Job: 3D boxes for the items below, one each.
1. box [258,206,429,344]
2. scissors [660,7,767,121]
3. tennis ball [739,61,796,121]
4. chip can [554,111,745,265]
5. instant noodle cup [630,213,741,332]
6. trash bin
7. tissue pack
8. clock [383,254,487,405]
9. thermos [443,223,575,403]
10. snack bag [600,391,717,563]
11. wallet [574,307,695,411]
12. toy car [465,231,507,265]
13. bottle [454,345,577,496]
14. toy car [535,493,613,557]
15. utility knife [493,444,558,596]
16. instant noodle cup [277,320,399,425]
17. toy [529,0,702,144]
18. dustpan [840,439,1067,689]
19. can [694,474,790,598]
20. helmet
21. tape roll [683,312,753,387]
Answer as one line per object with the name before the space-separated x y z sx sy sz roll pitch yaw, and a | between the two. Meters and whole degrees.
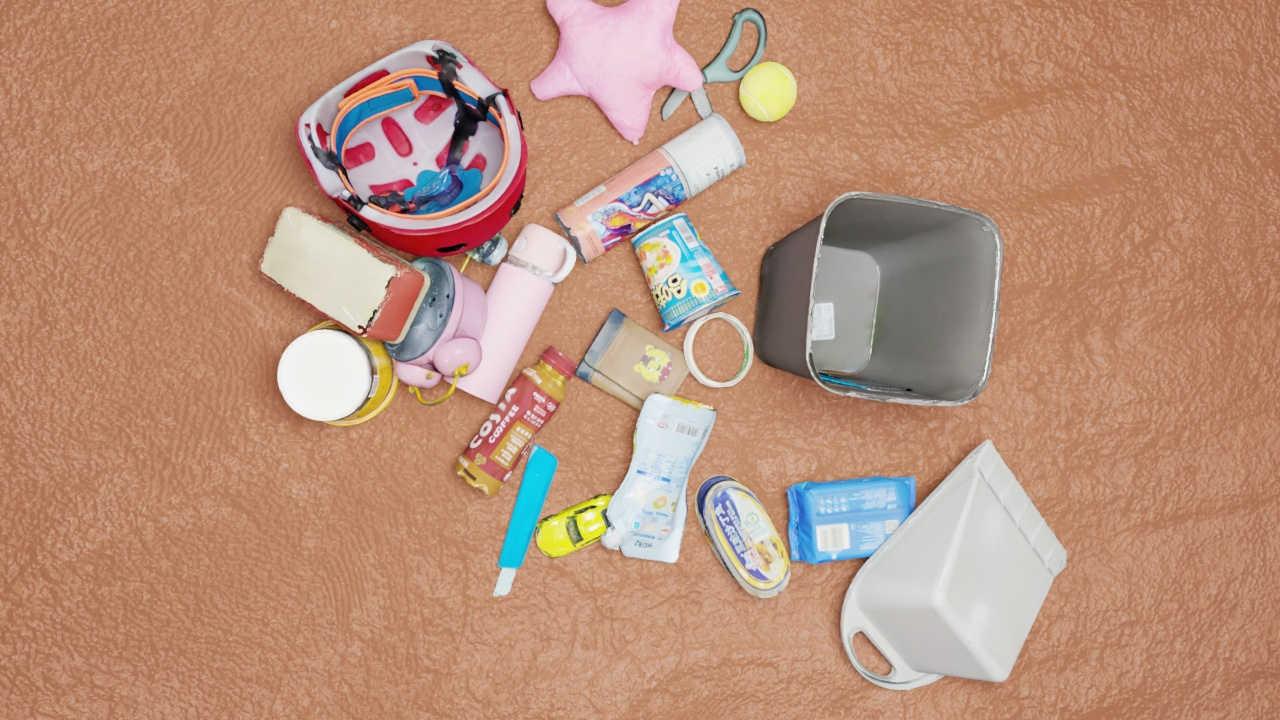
box | -0.312 -0.093 0.948 0.168 0.077 0.091 29 96 23
scissors | 0.070 -0.364 1.061 0.179 0.019 0.170 -29 93 -6
tennis ball | 0.146 -0.306 1.047 0.065 0.065 0.065 0 91 -7
chip can | 0.010 -0.193 1.029 0.214 0.071 0.071 -33 94 -5
instant noodle cup | 0.044 -0.102 1.027 0.099 0.099 0.110 -26 87 -6
trash bin | 0.232 -0.057 0.978 0.199 0.220 0.198 7 89 -13
tissue pack | 0.248 0.184 1.074 0.157 0.052 0.095 -4 93 -7
clock | -0.217 -0.030 0.972 0.117 0.059 0.158 -17 65 34
thermos | -0.137 -0.050 1.008 0.067 0.087 0.198 31 87 -49
snack bag | 0.022 0.135 1.038 0.110 0.039 0.191 14 95 -42
wallet | -0.006 0.006 1.051 0.115 0.033 0.090 32 86 -10
toy car | -0.185 -0.135 1.011 0.090 0.034 0.043 30 86 28
bottle | -0.135 0.065 1.021 0.057 0.057 0.175 35 87 -6
toy car | -0.069 0.190 1.045 0.105 0.032 0.048 -22 94 -5
utility knife | -0.134 0.185 1.043 0.034 0.018 0.179 18 90 7
instant noodle cup | -0.321 0.014 0.969 0.118 0.114 0.118 0 91 -8
toy | -0.031 -0.327 1.018 0.195 0.074 0.179 -6 109 11
dustpan | 0.356 0.262 1.080 0.222 0.143 0.257 49 57 -23
can | 0.118 0.202 1.059 0.074 0.049 0.148 -29 94 -6
helmet | -0.215 -0.194 0.950 0.206 0.144 0.240 -38 70 -12
tape roll | 0.091 -0.012 1.058 0.085 0.014 0.085 2 84 -25
